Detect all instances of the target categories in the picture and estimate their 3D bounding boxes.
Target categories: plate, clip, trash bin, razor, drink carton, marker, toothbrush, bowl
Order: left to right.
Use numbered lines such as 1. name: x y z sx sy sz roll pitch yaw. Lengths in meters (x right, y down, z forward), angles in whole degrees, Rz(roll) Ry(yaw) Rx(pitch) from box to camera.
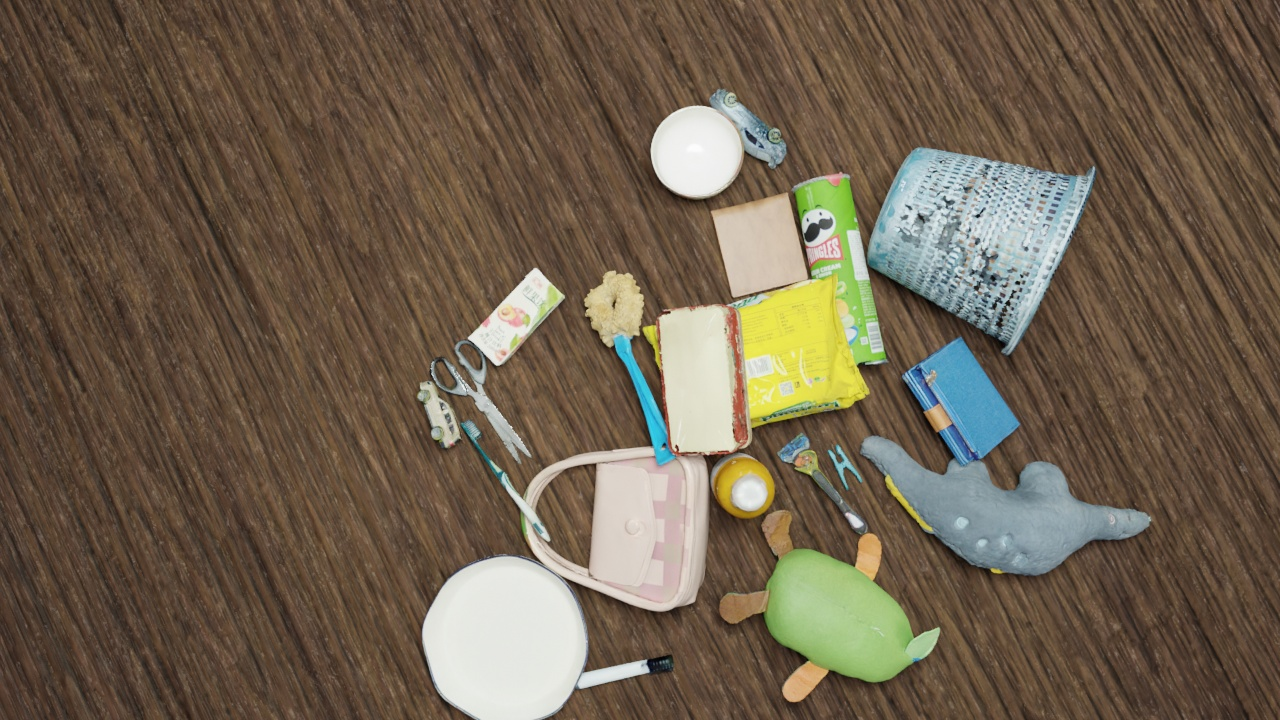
1. toothbrush: -0.167 0.147 1.143 0.018 0.016 0.191 -37 73 -9
2. plate: -0.163 0.342 1.132 0.205 0.045 0.204 0 85 5
3. drink carton: -0.154 -0.054 1.155 0.053 0.045 0.122 43 90 -1
4. marker: -0.022 0.388 1.139 0.131 0.018 0.022 -14 94 2
5. bowl: 0.071 -0.252 1.146 0.113 0.062 0.113 0 86 3
6. razor: 0.228 0.156 1.127 0.043 0.022 0.142 -40 77 2
7. clip: 0.253 0.132 1.140 0.041 0.014 0.056 -28 87 1
8. trash bin: 0.381 -0.146 1.064 0.195 0.226 0.226 24 88 17

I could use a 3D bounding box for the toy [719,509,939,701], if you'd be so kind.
1. toy: 0.224 0.299 1.096 0.247 0.090 0.226 32 75 1

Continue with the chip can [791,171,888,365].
1. chip can: 0.245 -0.106 1.124 0.072 0.072 0.236 -11 87 2

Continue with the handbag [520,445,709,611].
1. handbag: -0.034 0.195 1.127 0.234 0.093 0.193 4 87 15

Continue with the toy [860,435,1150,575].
1. toy: 0.436 0.184 1.097 0.356 0.092 0.137 12 60 2

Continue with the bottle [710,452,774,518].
1. bottle: 0.118 0.145 1.058 0.068 0.189 0.068 0 87 2

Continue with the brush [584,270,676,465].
1. brush: -0.007 0.006 1.109 0.083 0.045 0.254 -29 67 23

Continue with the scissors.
1. scissors: -0.205 0.059 1.171 0.145 0.014 0.172 0 90 2

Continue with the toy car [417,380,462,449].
1. toy car: -0.254 0.067 1.157 0.035 0.042 0.090 -23 87 -8

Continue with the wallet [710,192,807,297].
1. wallet: 0.150 -0.145 1.158 0.101 0.020 0.115 -13 89 2

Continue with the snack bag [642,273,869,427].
1. snack bag: 0.135 0.003 1.097 0.247 0.068 0.158 -16 85 19

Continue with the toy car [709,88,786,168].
1. toy car: 0.133 -0.290 1.148 0.120 0.054 0.037 44 88 5

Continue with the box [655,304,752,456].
1. box: 0.072 0.022 1.041 0.091 0.079 0.168 -5 91 22

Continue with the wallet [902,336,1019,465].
1. wallet: 0.389 0.048 1.111 0.106 0.040 0.133 -29 83 -29
